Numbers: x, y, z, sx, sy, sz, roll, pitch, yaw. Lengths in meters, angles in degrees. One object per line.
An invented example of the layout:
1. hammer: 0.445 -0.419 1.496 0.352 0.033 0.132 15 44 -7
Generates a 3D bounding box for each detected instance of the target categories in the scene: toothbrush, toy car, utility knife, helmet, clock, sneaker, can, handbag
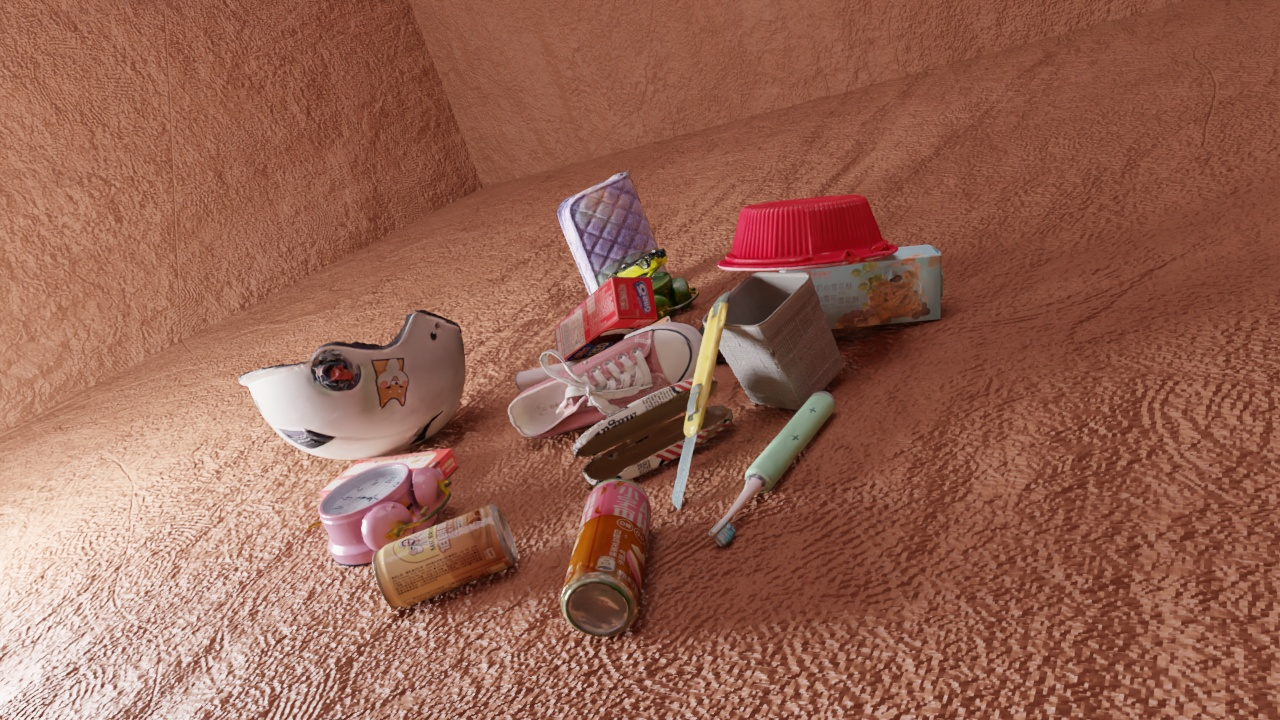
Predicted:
1. toothbrush: -0.064 0.008 1.206 0.221 0.026 0.026 -11 60 22
2. toy car: -0.005 -0.133 1.351 0.105 0.032 0.048 -20 15 36
3. utility knife: 0.057 0.035 0.859 0.031 0.022 0.220 -24 52 58
4. helmet: -0.343 0.048 1.161 0.273 0.157 0.230 -20 0 -21
5. clock: -0.262 0.156 0.952 0.159 0.060 0.116 -4 25 34
6. sneaker: -0.042 0.029 1.013 0.241 0.118 0.087 -22 1 13
7. can: -0.024 0.153 0.729 0.058 0.058 0.147 -16 20 11
8. clock: 0.011 -0.084 1.337 0.162 0.056 0.115 -4 25 38
9. can: -0.172 0.174 0.815 0.116 0.058 0.058 -21 19 -3
10. toothbrush: 0.118 0.090 0.808 0.223 0.027 0.027 -40 -9 -45
11. handbag: -0.043 -0.189 1.463 0.134 0.194 0.076 -27 18 -19

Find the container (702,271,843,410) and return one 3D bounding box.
1. container: 0.139 -0.017 0.928 0.090 0.114 0.090 -43 28 -25

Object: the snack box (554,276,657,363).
1. snack box: -0.049 -0.048 1.169 0.057 0.058 0.208 -3 -14 -26

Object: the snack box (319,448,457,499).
1. snack box: -0.296 0.140 1.080 0.153 0.025 0.075 -9 21 27

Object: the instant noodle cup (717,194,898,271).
1. instant noodle cup: 0.175 -0.140 0.986 0.194 0.066 0.193 -7 11 1

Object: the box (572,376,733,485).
1. box: 0.007 0.059 0.915 0.163 0.083 0.075 -27 14 -12

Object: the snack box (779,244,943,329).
1. snack box: 0.243 -0.080 1.022 0.175 0.074 0.051 -6 21 5

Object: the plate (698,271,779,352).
1. plate: 0.130 -0.066 1.144 0.179 0.024 0.179 -34 12 8

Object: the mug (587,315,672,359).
1. mug: -0.006 0.006 1.090 0.123 0.078 0.078 -24 19 3
